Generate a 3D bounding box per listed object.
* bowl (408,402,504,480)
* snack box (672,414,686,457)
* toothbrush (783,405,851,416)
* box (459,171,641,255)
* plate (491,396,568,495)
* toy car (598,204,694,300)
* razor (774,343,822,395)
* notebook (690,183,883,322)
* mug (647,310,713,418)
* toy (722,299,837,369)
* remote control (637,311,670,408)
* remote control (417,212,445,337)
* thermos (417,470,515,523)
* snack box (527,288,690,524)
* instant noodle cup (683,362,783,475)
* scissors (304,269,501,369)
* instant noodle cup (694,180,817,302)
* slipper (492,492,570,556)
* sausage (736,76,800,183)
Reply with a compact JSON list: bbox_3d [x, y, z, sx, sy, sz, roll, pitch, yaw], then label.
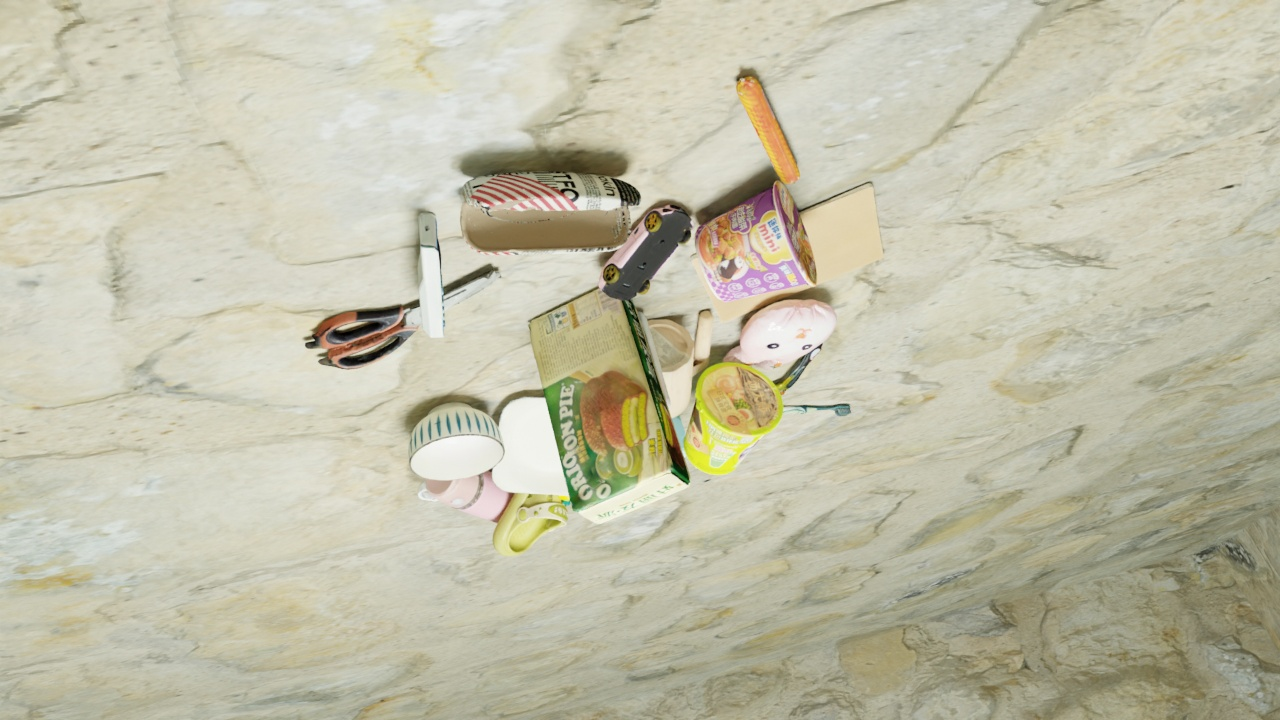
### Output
[{"bbox_3d":[-0.231,0.094,1.138,0.116,0.066,0.117,-11,148,-7],"label":"bowl"},{"bbox_3d":[0.003,0.139,1.312,0.051,0.074,0.175,3,144,-31],"label":"snack box"},{"bbox_3d":[0.239,0.077,1.379,0.191,0.018,0.016,-1,146,-25],"label":"toothbrush"},{"bbox_3d":[-0.084,-0.131,0.843,0.162,0.076,0.087,-7,128,-20],"label":"box"},{"bbox_3d":[-0.110,0.108,1.209,0.164,0.034,0.164,6,123,-14],"label":"plate"},{"bbox_3d":[0.004,-0.112,0.949,0.056,0.037,0.123,15,125,-45],"label":"toy car"},{"bbox_3d":[0.212,0.018,1.268,0.042,0.022,0.143,1,145,-29],"label":"razor"},{"bbox_3d":[0.172,-0.117,1.045,0.208,0.008,0.148,-22,149,9],"label":"notebook"},{"bbox_3d":[0.038,0.001,1.116,0.124,0.084,0.104,-33,153,-21],"label":"mug"},{"bbox_3d":[0.173,-0.026,1.153,0.121,0.054,0.160,0,153,-24],"label":"toy"},{"bbox_3d":[-0.006,0.006,1.034,0.056,0.135,0.020,-24,146,13],"label":"remote control"},{"bbox_3d":[-0.201,-0.078,0.877,0.024,0.049,0.125,-4,139,-13],"label":"remote control"},{"bbox_3d":[-0.227,0.195,1.302,0.087,0.067,0.198,-26,149,21],"label":"thermos"},{"bbox_3d":[-0.037,0.042,0.979,0.114,0.239,0.063,-26,149,13],"label":"snack box"},{"bbox_3d":[0.108,0.083,1.168,0.111,0.111,0.124,-4,143,-20],"label":"instant noodle cup"},{"bbox_3d":[-0.247,-0.050,0.948,0.185,0.015,0.209,6,142,-32],"label":"scissors"},{"bbox_3d":[0.115,-0.113,0.937,0.099,0.111,0.111,-19,150,20],"label":"instant noodle cup"},{"bbox_3d":[-0.130,0.205,1.289,0.190,0.081,0.091,-56,146,2],"label":"slipper"},{"bbox_3d":[0.121,-0.211,0.857,0.021,0.021,0.165,-25,148,13],"label":"sausage"}]
